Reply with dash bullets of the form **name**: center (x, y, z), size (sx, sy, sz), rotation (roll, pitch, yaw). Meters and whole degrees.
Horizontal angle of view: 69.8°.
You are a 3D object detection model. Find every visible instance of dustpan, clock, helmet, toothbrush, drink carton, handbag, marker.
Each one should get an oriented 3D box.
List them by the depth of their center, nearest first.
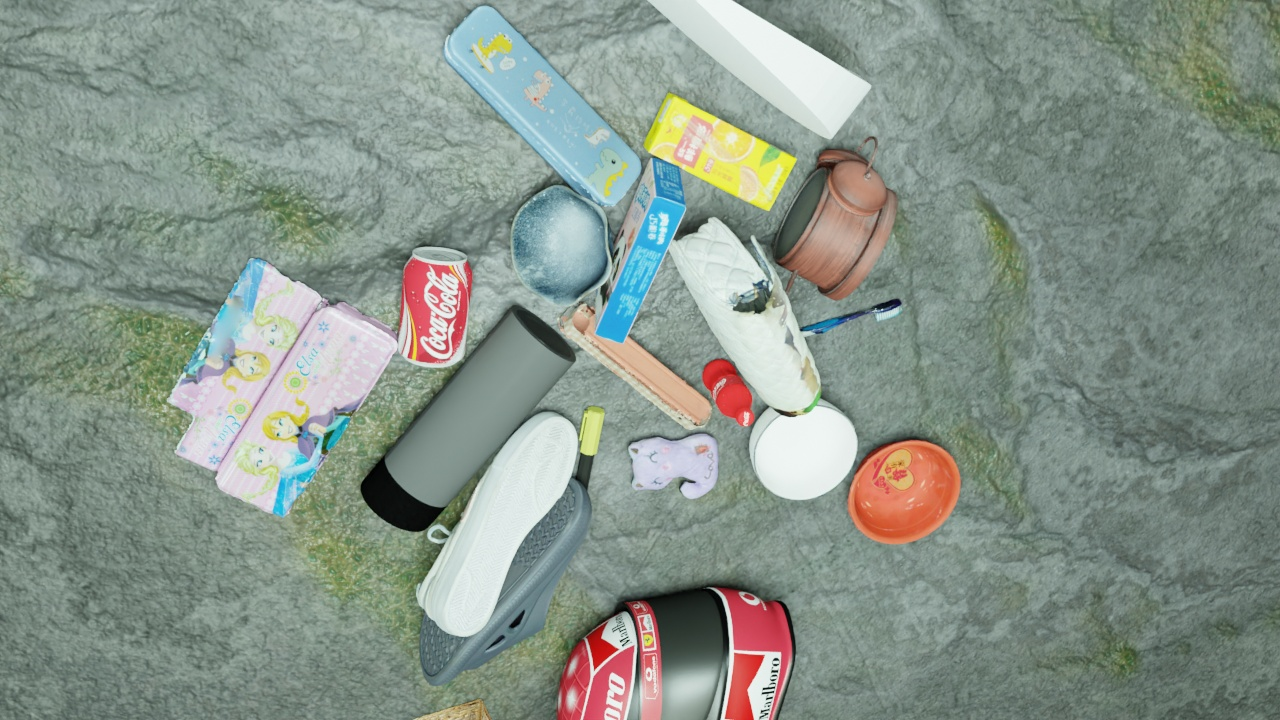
- **dustpan**: center (0.084, -0.277, 0.752), size (0.257, 0.191, 0.053), rotation (26, 107, -43)
- **handbag**: center (0.106, -0.042, 0.861), size (0.072, 0.138, 0.195), rotation (-34, 144, 2)
- **drink carton**: center (0.074, -0.198, 0.873), size (0.134, 0.043, 0.059), rotation (23, 107, -16)
- **clock**: center (0.188, -0.138, 0.875), size (0.072, 0.120, 0.158), rotation (24, 114, -9)
- **toothbrush**: center (0.188, -0.030, 0.972), size (0.189, 0.016, 0.017), rotation (-17, 123, -2)
- **marker**: center (-0.060, 0.108, 0.987), size (0.021, 0.017, 0.124), rotation (8, 111, -11)
- **helmet**: center (0.023, 0.374, 1.011), size (0.224, 0.197, 0.271), rotation (12, 101, -13)

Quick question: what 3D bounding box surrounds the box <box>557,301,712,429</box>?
- **box**: center (-0.007, 0.004, 0.950), size (0.188, 0.064, 0.056), rotation (41, 65, -18)

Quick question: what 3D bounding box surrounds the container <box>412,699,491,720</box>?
- **container**: center (-0.210, 0.518, 1.077), size (0.114, 0.112, 0.198), rotation (-18, 112, -2)

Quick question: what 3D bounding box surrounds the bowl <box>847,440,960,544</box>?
- **bowl**: center (0.291, 0.141, 1.039), size (0.130, 0.045, 0.131), rotation (-3, 112, -8)

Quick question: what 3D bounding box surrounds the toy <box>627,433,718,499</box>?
- **toy**: center (0.037, 0.116, 0.995), size (0.099, 0.036, 0.080), rotation (-8, 111, -7)

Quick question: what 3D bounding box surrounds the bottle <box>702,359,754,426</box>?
- **bottle**: center (0.091, 0.035, 0.926), size (0.036, 0.119, 0.036), rotation (-3, 111, -8)

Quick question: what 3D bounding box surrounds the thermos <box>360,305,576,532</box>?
- **thermos**: center (-0.173, 0.061, 0.916), size (0.082, 0.082, 0.241), rotation (38, 102, -20)

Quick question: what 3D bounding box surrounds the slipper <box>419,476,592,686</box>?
- **slipper**: center (-0.136, 0.240, 0.993), size (0.268, 0.110, 0.083), rotation (-48, 130, 6)

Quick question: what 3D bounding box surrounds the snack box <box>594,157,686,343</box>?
- **snack box**: center (-0.003, -0.101, 0.856), size (0.033, 0.087, 0.154), rotation (17, 122, -13)

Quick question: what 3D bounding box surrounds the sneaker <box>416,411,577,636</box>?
- **sneaker**: center (-0.155, 0.155, 0.942), size (0.089, 0.091, 0.242), rotation (39, 73, -39)

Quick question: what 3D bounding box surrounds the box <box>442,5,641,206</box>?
- **box**: center (-0.085, -0.226, 0.830), size (0.068, 0.059, 0.210), rotation (-44, 112, 7)

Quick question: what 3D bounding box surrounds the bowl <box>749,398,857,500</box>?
- **bowl**: center (0.170, 0.087, 0.989), size (0.113, 0.063, 0.113), rotation (-3, 112, -7)

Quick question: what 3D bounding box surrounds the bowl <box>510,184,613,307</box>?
- **bowl**: center (-0.066, -0.109, 0.871), size (0.110, 0.055, 0.110), rotation (4, 100, 24)

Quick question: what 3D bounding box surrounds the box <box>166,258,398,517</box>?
- **box**: center (-0.363, 0.030, 0.901), size (0.159, 0.035, 0.231), rotation (31, 103, -19)

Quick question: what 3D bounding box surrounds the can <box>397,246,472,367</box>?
- **can**: center (-0.196, -0.051, 0.878), size (0.064, 0.064, 0.105), rotation (6, 110, -11)
